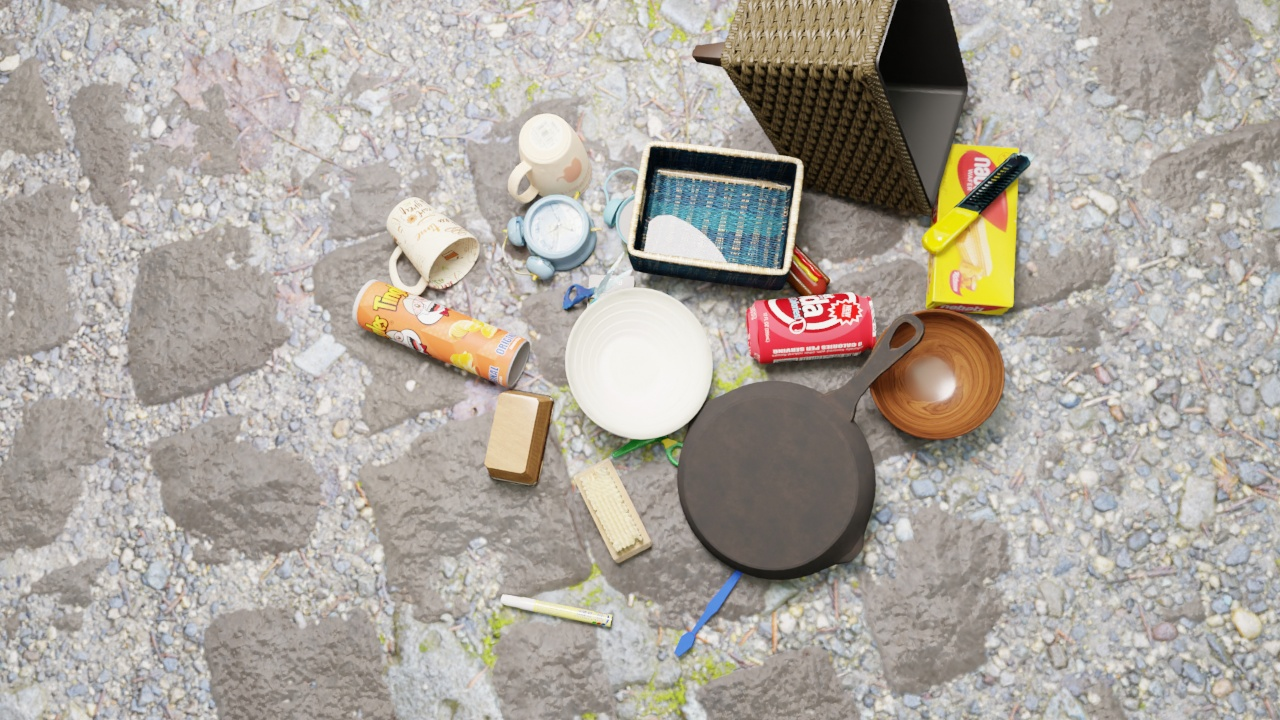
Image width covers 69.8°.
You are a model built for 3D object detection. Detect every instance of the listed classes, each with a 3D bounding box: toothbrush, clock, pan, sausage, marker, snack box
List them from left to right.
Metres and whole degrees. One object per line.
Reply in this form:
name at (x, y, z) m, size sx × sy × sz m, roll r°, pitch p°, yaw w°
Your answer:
clock at (-0.113, -0.153, 1.138) m, size 0.124 × 0.052 × 0.088 m, roll -31°, pitch 80°, yaw -1°
marker at (-0.099, 0.292, 1.075) m, size 0.132 × 0.014 × 0.014 m, roll 9°, pitch 80°, yaw 7°
clock at (-0.002, -0.186, 1.140) m, size 0.087 × 0.042 × 0.123 m, roll -30°, pitch 80°, yaw -1°
toothbrush at (0.099, 0.266, 1.063) m, size 0.016 × 0.011 × 0.186 m, roll 37°, pitch 85°, yaw 10°
sausage at (0.168, -0.135, 1.116) m, size 0.040 × 0.040 × 0.155 m, roll -41°, pitch 79°, yaw -3°
pan at (0.189, 0.087, 1.026) m, size 0.249 × 0.043 × 0.356 m, roll 42°, pitch 99°, yaw 14°
snack box at (0.398, -0.158, 1.099) m, size 0.092 × 0.042 × 0.200 m, roll 6°, pitch 80°, yaw 6°

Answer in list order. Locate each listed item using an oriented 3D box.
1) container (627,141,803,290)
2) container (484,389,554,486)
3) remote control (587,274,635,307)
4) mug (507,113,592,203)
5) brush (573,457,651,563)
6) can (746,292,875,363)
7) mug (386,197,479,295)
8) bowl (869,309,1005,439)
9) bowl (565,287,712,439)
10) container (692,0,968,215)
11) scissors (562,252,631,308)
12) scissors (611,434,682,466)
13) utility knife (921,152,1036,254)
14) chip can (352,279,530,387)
container at (0.087, -0.167, 1.072) m, size 0.187 × 0.071 × 0.145 m, roll 8°, pitch 79°, yaw 6°
container at (-0.147, 0.089, 1.092) m, size 0.063 × 0.061 × 0.114 m, roll 9°, pitch 81°, yaw 7°
remote control at (-0.039, -0.039, 1.130) m, size 0.058 × 0.013 × 0.133 m, roll 2°, pitch 80°, yaw 6°
mug at (-0.118, -0.242, 1.128) m, size 0.085 × 0.104 × 0.111 m, roll 43°, pitch 85°, yaw 11°
brush at (-0.033, 0.175, 1.078) m, size 0.049 × 0.039 × 0.117 m, roll -27°, pitch 80°, yaw -2°
can at (0.198, -0.038, 1.078) m, size 0.142 × 0.074 × 0.074 m, roll -5°, pitch 79°, yaw 4°
mug at (-0.274, -0.135, 1.149) m, size 0.097 × 0.081 × 0.122 m, roll 43°, pitch 112°, yaw 18°
bowl at (0.335, 0.019, 1.057) m, size 0.147 × 0.069 × 0.147 m, roll -1°, pitch 83°, yaw 9°
bowl at (-0.006, 0.006, 1.084) m, size 0.176 × 0.058 × 0.176 m, roll 2°, pitch 82°, yaw -14°
container at (0.214, -0.313, 1.004) m, size 0.205 × 0.321 × 0.176 m, roll 14°, pitch 80°, yaw 30°
scissors at (-0.056, -0.091, 1.103) m, size 0.135 × 0.015 × 0.086 m, roll -55°, pitch 50°, yaw 33°
scissors at (0.022, 0.079, 1.104) m, size 0.129 × 0.012 × 0.119 m, roll 21°, pitch 81°, yaw 7°
utility knife at (0.396, -0.188, 1.072) m, size 0.171 × 0.020 × 0.029 m, roll -42°, pitch 80°, yaw -2°
chip can at (-0.243, -0.034, 1.122) m, size 0.210 × 0.062 × 0.062 m, roll 22°, pitch 82°, yaw 8°
